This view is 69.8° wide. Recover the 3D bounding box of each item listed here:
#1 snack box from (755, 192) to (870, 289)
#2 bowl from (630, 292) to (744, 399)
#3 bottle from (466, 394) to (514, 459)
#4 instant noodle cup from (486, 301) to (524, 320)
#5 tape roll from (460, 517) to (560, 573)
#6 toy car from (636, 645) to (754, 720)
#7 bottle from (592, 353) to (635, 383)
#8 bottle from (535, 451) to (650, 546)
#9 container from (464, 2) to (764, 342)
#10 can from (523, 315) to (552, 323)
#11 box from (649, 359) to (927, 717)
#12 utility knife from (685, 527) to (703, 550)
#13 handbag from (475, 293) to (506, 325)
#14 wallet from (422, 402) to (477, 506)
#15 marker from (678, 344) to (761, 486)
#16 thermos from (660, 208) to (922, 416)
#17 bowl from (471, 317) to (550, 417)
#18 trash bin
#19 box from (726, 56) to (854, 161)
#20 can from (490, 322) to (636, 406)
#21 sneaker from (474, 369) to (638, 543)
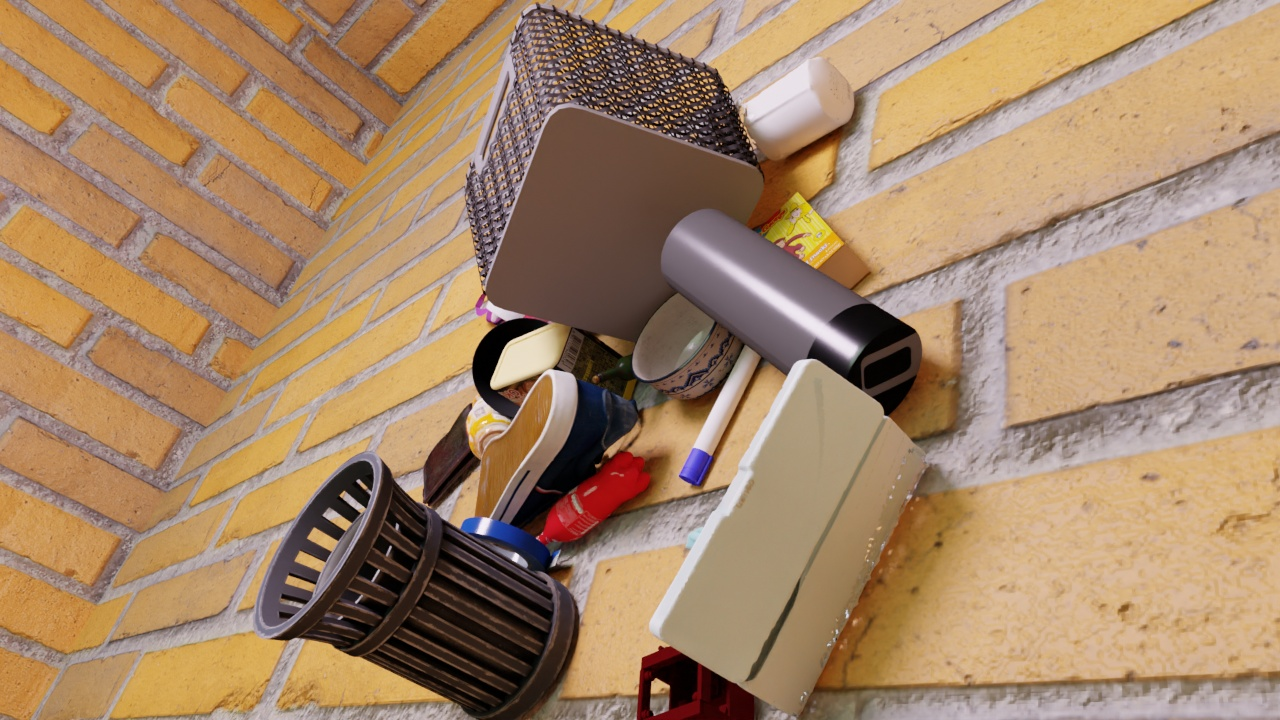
[{"bbox_3d":[0.145,-0.091,0.854,0.088,0.040,0.125,-44,29,15],"label":"snack box"},{"bbox_3d":[0.052,-0.012,0.880,0.116,0.059,0.115,-36,32,27],"label":"bowl"},{"bbox_3d":[-0.182,0.077,1.118,0.063,0.063,0.108,-47,28,8],"label":"bottle"},{"bbox_3d":[-0.139,-0.103,1.221,0.122,0.123,0.124,-61,28,2],"label":"instant noodle cup"},{"bbox_3d":[-0.133,0.182,0.890,0.092,0.093,0.016,-39,26,55],"label":"tape roll"},{"bbox_3d":[0.040,0.220,0.623,0.070,0.062,0.169,-33,33,31],"label":"toy car"},{"bbox_3d":[-0.005,0.005,0.919,0.105,0.025,0.025,-19,6,-38],"label":"bottle"},{"bbox_3d":[-0.051,0.139,0.876,0.142,0.042,0.041,-40,30,21],"label":"bottle"},{"bbox_3d":[-0.037,-0.187,0.968,0.243,0.245,0.248,-105,35,-52],"label":"container"},{"bbox_3d":[-0.094,-0.054,1.141,0.114,0.063,0.063,-33,33,32],"label":"can"},{"bbox_3d":[0.104,0.113,0.575,0.197,0.136,0.043,-58,23,-12],"label":"box"},{"bbox_3d":[0.083,0.152,0.688,0.022,0.015,0.169,-59,27,-12],"label":"utility knife"},{"bbox_3d":[-0.195,-0.102,1.360,0.170,0.068,0.144,-23,38,53],"label":"handbag"},{"bbox_3d":[-0.242,0.122,1.195,0.120,0.031,0.099,-48,25,13],"label":"wallet"},{"bbox_3d":[0.075,0.046,0.824,0.020,0.020,0.141,0,57,56],"label":"marker"},{"bbox_3d":[0.114,-0.042,0.739,0.082,0.082,0.240,-50,43,3],"label":"thermos"},{"bbox_3d":[-0.140,0.015,1.113,0.124,0.124,0.052,-60,-4,-15],"label":"bowl"},{"bbox_3d":[-0.182,0.207,0.792,0.165,0.227,0.164,-36,32,27],"label":"trash bin"},{"bbox_3d":[0.147,-0.265,1.005,0.161,0.091,0.081,-27,54,42],"label":"box"},{"bbox_3d":[-0.084,0.018,1.000,0.131,0.101,0.072,-19,45,46],"label":"can"},{"bbox_3d":[-0.087,0.109,0.936,0.296,0.127,0.120,-47,35,48],"label":"sneaker"}]
